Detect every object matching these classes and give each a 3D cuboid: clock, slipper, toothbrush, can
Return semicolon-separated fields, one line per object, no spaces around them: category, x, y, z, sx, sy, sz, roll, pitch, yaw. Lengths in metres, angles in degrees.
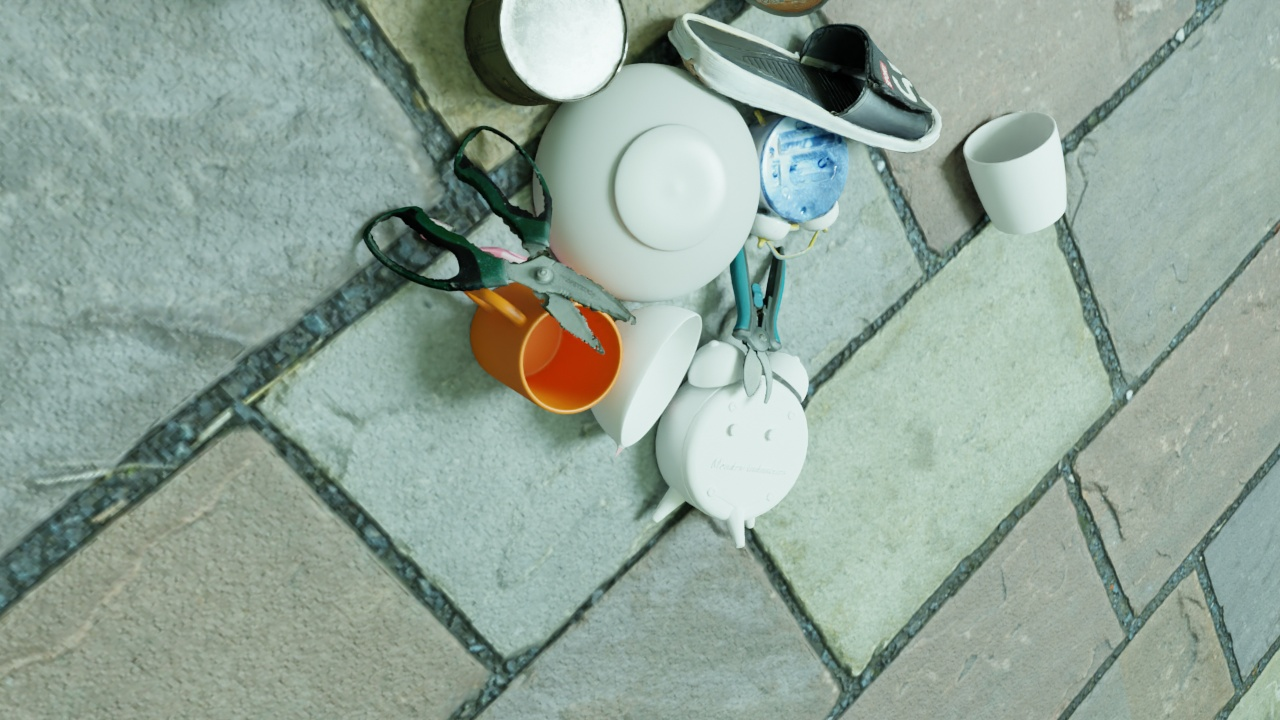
clock;0.083;0.069;0.771;0.125;0.073;0.161;9;98;-31
slipper;0.147;-0.226;0.711;0.263;0.111;0.063;6;133;-27
clock;0.123;-0.145;0.753;0.088;0.052;0.125;-15;109;-27
toothbrush;-0.094;-0.073;0.666;0.135;0.021;0.016;18;102;-30
can;-0.064;-0.218;0.614;0.089;0.075;0.090;-7;105;-27

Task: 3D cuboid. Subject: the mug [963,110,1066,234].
mug;0.361;-0.185;0.873;0.088;0.081;0.114;57;42;-34

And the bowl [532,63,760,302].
bowl;0.014;-0.126;0.668;0.176;0.066;0.177;-4;104;-18

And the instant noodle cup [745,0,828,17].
instant noodle cup;0.129;-0.342;0.675;0.121;0.124;0.123;-47;121;-22

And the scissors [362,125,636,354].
scissors;-0.071;-0.085;0.600;0.137;0.210;0.015;-58;161;-18

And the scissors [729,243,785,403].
scissors;0.096;-0.045;0.752;0.125;0.019;0.154;-33;96;-40

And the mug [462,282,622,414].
mug;-0.080;-0.020;0.642;0.112;0.096;0.077;38;82;-31

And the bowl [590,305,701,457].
bowl;-0.004;0.004;0.701;0.114;0.050;0.115;-53;163;-24
